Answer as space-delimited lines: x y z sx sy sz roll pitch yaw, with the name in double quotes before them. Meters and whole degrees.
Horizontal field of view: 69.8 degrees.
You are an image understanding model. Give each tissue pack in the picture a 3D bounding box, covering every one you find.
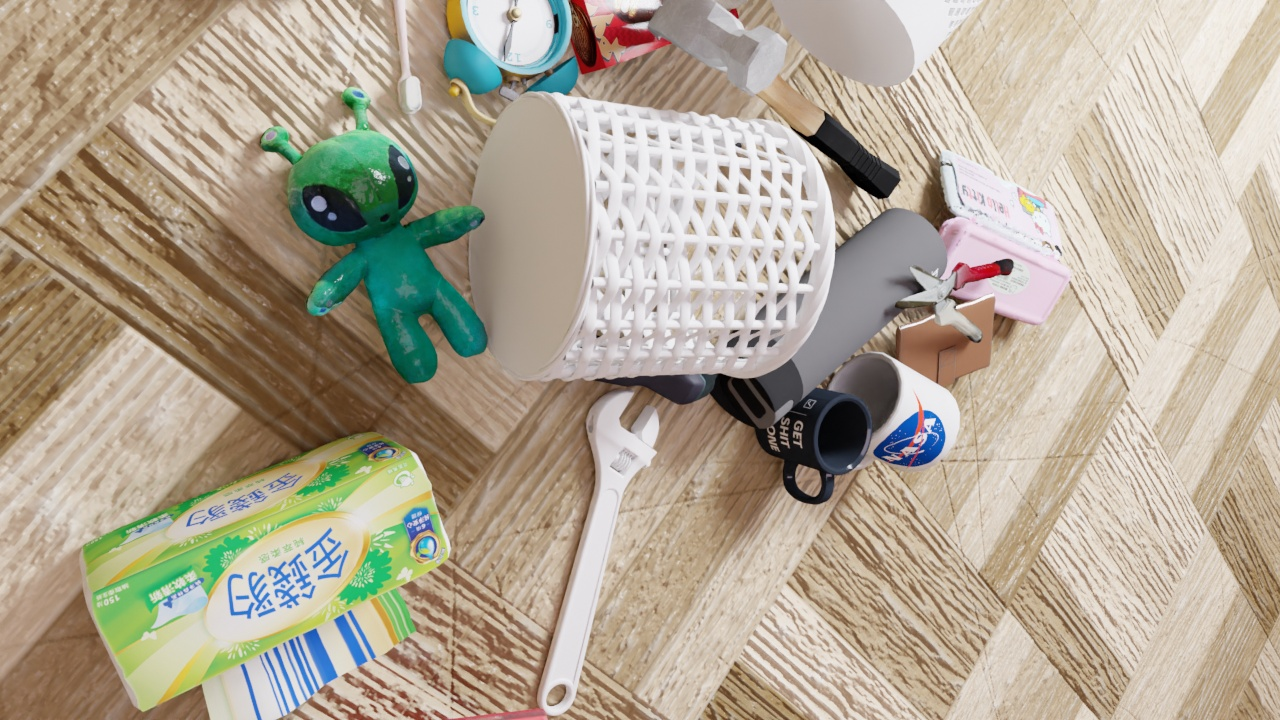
"tissue pack" -0.220 0.147 0.575 0.197 0.120 0.141 -21 107 -23

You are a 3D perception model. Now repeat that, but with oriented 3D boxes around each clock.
"clock" -0.090 -0.226 0.642 0.099 0.044 0.129 -3 92 -33

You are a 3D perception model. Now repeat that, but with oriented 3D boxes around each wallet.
"wallet" 0.309 -0.014 0.932 0.120 0.013 0.087 -19 121 -18

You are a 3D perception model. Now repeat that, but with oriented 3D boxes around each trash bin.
"trash bin" 0.209 -0.330 0.694 0.195 0.195 0.199 41 84 -31

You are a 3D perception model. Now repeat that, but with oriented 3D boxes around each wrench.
"wrench" -0.039 0.157 0.749 0.066 0.018 0.273 14 91 -34

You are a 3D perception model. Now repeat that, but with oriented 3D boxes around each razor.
"razor" -0.004 0.004 0.731 0.142 0.052 0.047 9 133 -32

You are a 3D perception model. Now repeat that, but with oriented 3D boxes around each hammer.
"hammer" 0.125 -0.197 0.727 0.327 0.131 0.039 17 112 -52

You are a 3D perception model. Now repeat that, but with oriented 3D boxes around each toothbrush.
"toothbrush" -0.160 -0.256 0.605 0.015 0.018 0.181 -9 101 -27

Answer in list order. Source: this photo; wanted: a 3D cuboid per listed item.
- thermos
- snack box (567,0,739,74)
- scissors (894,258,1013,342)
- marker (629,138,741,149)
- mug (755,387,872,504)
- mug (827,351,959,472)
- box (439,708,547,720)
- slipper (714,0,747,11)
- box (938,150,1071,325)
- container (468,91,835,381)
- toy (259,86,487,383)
"thermos" 0.165 -0.040 0.812 0.239 0.082 0.082 -38 116 -23
"snack box" -0.007 -0.311 0.686 0.132 0.036 0.152 -29 112 -26
"scissors" 0.299 -0.061 0.860 0.184 0.015 0.179 -43 138 -18
"marker" 0.021 -0.174 0.740 0.151 0.011 0.011 -8 102 -32
"mug" 0.153 0.076 0.825 0.071 0.077 0.105 0 97 -33
"mug" 0.227 0.060 0.874 0.090 0.091 0.121 25 118 -33
"box" -0.148 0.320 0.617 0.156 0.156 0.171 5 129 -34
"slipper" 0.014 -0.367 0.637 0.114 0.052 0.263 -50 119 -19
"box" 0.376 -0.123 0.951 0.201 0.067 0.153 13 90 -34
"container" 0.002 -0.080 0.635 0.186 0.189 0.189 -1 98 -32
"toy" -0.171 -0.079 0.600 0.130 0.072 0.193 -32 104 -27
